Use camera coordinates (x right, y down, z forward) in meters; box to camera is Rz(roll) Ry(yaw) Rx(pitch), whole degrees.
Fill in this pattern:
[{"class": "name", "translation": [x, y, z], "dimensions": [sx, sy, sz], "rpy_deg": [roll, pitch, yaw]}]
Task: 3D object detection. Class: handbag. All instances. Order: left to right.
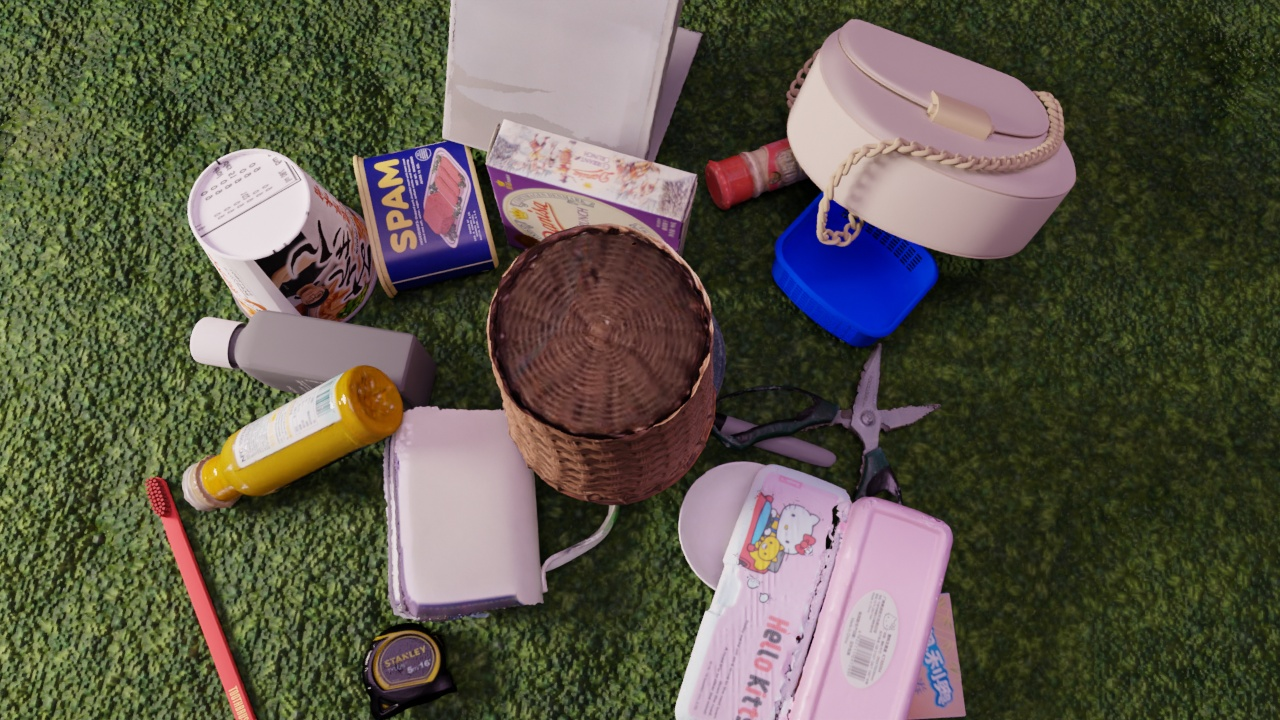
[{"class": "handbag", "translation": [-0.101, 0.113, 0.690], "dimensions": [0.175, 0.074, 0.151], "rpy_deg": [-1, 75, -22]}, {"class": "handbag", "translation": [0.221, -0.168, 0.717], "dimensions": [0.210, 0.104, 0.208], "rpy_deg": [17, 44, -8]}]

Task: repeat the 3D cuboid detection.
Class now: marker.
[{"class": "marker", "translation": [0.087, 0.061, 0.727], "dimensions": [0.138, 0.016, 0.022], "rpy_deg": [19, 106, 3]}]

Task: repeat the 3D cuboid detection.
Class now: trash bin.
[{"class": "trash bin", "translation": [-0.019, 0.004, 0.577], "dimensions": [0.151, 0.210, 0.151], "rpy_deg": [0, 74, -2]}]

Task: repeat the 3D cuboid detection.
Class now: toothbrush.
[{"class": "toothbrush", "translation": [-0.327, 0.181, 0.681], "dimensions": [0.012, 0.018, 0.212], "rpy_deg": [-26, 77, -8]}]

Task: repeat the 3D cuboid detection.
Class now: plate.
[{"class": "plate", "translation": [0.078, 0.130, 0.697], "dimensions": [0.104, 0.026, 0.104], "rpy_deg": [3, 69, -7]}]

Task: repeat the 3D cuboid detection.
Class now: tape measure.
[{"class": "tape measure", "translation": [-0.170, 0.222, 0.666], "dimensions": [0.061, 0.034, 0.061], "rpy_deg": [-14, 79, -17]}]

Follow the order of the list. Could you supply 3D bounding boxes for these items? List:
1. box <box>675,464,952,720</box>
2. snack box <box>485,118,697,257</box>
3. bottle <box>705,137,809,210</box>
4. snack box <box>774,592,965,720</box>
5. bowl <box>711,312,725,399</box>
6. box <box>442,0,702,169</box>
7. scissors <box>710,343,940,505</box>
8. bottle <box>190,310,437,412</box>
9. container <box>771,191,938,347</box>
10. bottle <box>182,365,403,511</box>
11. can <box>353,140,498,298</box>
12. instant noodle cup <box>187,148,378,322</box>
[{"class": "box", "translation": [0.125, 0.185, 0.645], "dimensions": [0.152, 0.038, 0.201], "rpy_deg": [20, 75, 4]}, {"class": "snack box", "translation": [-0.036, -0.114, 0.703], "dimensions": [0.148, 0.143, 0.040], "rpy_deg": [17, 75, 3]}, {"class": "bottle", "translation": [0.111, -0.163, 0.773], "dimensions": [0.109, 0.044, 0.044], "rpy_deg": [-20, 76, -7]}, {"class": "snack box", "translation": [0.155, 0.219, 0.675], "dimensions": [0.151, 0.034, 0.087], "rpy_deg": [-2, 75, -2]}, {"class": "bowl", "translation": [-0.004, 0.004, 0.717], "dimensions": [0.137, 0.057, 0.137], "rpy_deg": [0, 75, -1]}, {"class": "box", "translation": [-0.038, -0.262, 0.841], "dimensions": [0.167, 0.421, 0.174], "rpy_deg": [18, 105, 3]}, {"class": "scissors", "translation": [0.138, 0.065, 0.712], "dimensions": [0.202, 0.015, 0.201], "rpy_deg": [16, 65, -3]}, {"class": "bottle", "translation": [-0.252, -0.002, 0.700], "dimensions": [0.174, 0.084, 0.046], "rpy_deg": [10, 75, 2]}, {"class": "container", "translation": [0.168, -0.072, 0.741], "dimensions": [0.114, 0.058, 0.096], "rpy_deg": [42, 78, 9]}, {"class": "bottle", "translation": [-0.255, 0.062, 0.659], "dimensions": [0.186, 0.053, 0.053], "rpy_deg": [-25, 75, 24]}, {"class": "can", "translation": [-0.173, -0.119, 0.747], "dimensions": [0.092, 0.057, 0.116], "rpy_deg": [-14, 76, -6]}, {"class": "instant noodle cup", "translation": [-0.277, -0.095, 0.703], "dimensions": [0.123, 0.122, 0.123], "rpy_deg": [0, 75, -1]}]
